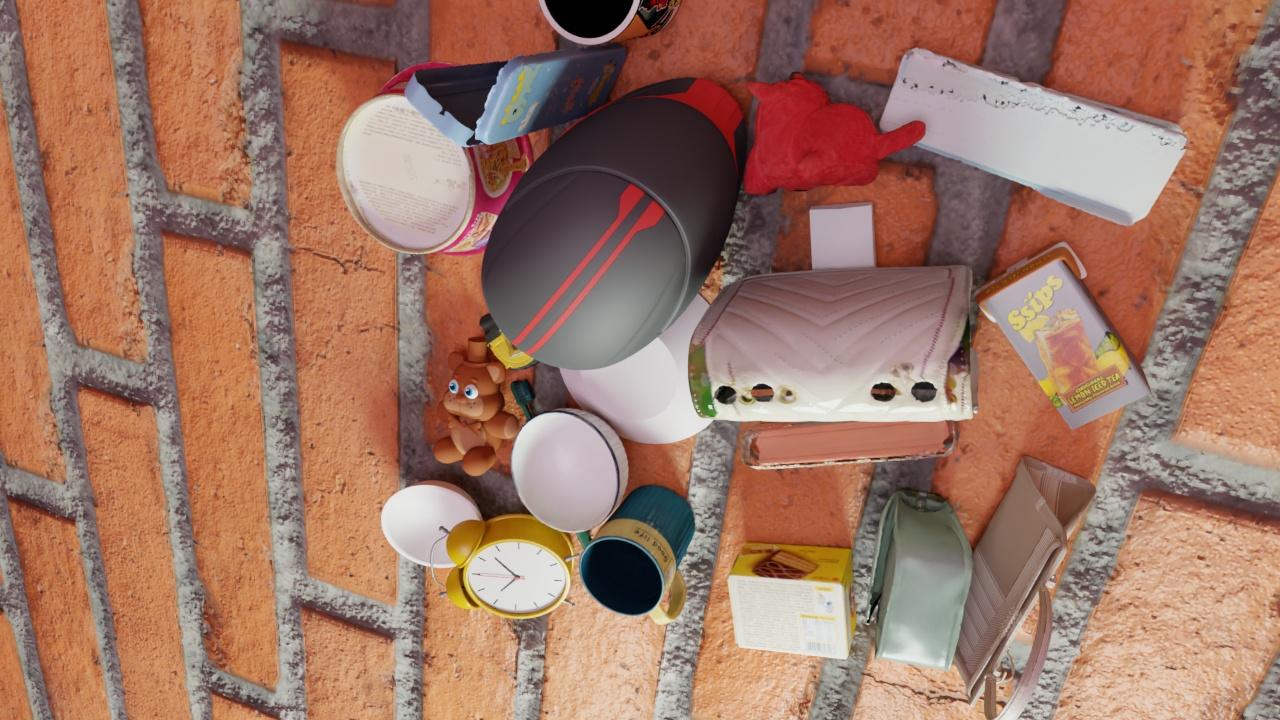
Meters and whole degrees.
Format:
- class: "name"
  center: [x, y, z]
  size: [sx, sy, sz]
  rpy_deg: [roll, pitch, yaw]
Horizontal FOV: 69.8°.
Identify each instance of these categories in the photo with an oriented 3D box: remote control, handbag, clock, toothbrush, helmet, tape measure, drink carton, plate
- class: "remote control"
  center: [0.168, -0.055, 0.751]
  size: [0.050, 0.024, 0.143]
  rpy_deg: [-1, 111, 22]
- class: "handbag"
  center: [0.231, 0.188, 0.780]
  size: [0.067, 0.106, 0.122]
  rpy_deg: [6, 113, 7]
- class: "clock"
  center: [-0.140, 0.213, 0.946]
  size: [0.152, 0.052, 0.114]
  rpy_deg: [5, 120, -3]
- class: "toothbrush"
  center: [-0.086, 0.105, 0.922]
  size: [0.017, 0.016, 0.190]
  rpy_deg: [-17, 104, 22]
- class: "helmet"
  center: [-0.028, -0.091, 0.720]
  size: [0.164, 0.169, 0.265]
  rpy_deg: [38, 125, -9]
- class: "handbag"
  center: [0.287, 0.197, 0.708]
  size: [0.062, 0.197, 0.176]
  rpy_deg: [22, 117, 12]
- class: "handbag"
  center: [0.148, -0.004, 0.686]
  size: [0.199, 0.141, 0.096]
  rpy_deg: [0, 115, 22]
- class: "tape measure"
  center: [-0.114, -0.024, 0.867]
  size: [0.066, 0.037, 0.064]
  rpy_deg: [-23, 100, 28]
- class: "drink carton"
  center: [0.318, -0.020, 0.692]
  size: [0.076, 0.048, 0.125]
  rpy_deg: [-34, 96, 29]
- class: "plate"
  center: [-0.005, 0.005, 0.836]
  size: [0.174, 0.036, 0.174]
  rpy_deg: [8, 114, 18]

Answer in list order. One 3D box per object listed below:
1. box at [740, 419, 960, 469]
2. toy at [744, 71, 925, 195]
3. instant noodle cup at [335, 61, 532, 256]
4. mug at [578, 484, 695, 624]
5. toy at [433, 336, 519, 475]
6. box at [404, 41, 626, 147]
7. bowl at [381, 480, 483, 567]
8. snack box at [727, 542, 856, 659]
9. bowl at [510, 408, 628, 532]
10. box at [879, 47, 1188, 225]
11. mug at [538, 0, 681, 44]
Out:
- class: "box"
  center: [0.179, 0.065, 0.797]
  size: [0.189, 0.062, 0.058]
  rpy_deg: [-6, 83, 26]
- class: "toy"
  center: [0.137, -0.173, 0.672]
  size: [0.133, 0.088, 0.094]
  rpy_deg: [2, 100, 41]
- class: "instant noodle cup"
  center: [-0.192, -0.170, 0.815]
  size: [0.179, 0.077, 0.179]
  rpy_deg: [8, 113, 18]
- class: "mug"
  center: [0.007, 0.189, 0.868]
  size: [0.083, 0.107, 0.113]
  rpy_deg: [-25, 100, 26]
- class: "toy"
  center: [-0.165, 0.043, 0.902]
  size: [0.095, 0.065, 0.128]
  rpy_deg: [13, 110, 25]
- class: "box"
  center: [-0.086, -0.213, 0.681]
  size: [0.074, 0.208, 0.078]
  rpy_deg: [38, 119, 4]
- class: "bowl"
  center: [-0.215, 0.165, 0.977]
  size: [0.110, 0.040, 0.110]
  rpy_deg: [2, 120, 3]
- class: "snack box"
  center: [0.142, 0.221, 0.853]
  size: [0.106, 0.061, 0.084]
  rpy_deg: [-1, 111, 22]
- class: "bowl"
  center: [-0.059, 0.098, 0.876]
  size: [0.118, 0.062, 0.118]
  rpy_deg: [6, 103, 26]
- class: "box"
  center: [0.274, -0.163, 0.659]
  size: [0.199, 0.065, 0.083]
  rpy_deg: [23, 142, 11]
- class: "mug"
  center: [-0.036, -0.292, 0.692]
  size: [0.118, 0.098, 0.082]
  rpy_deg: [29, 118, 9]
